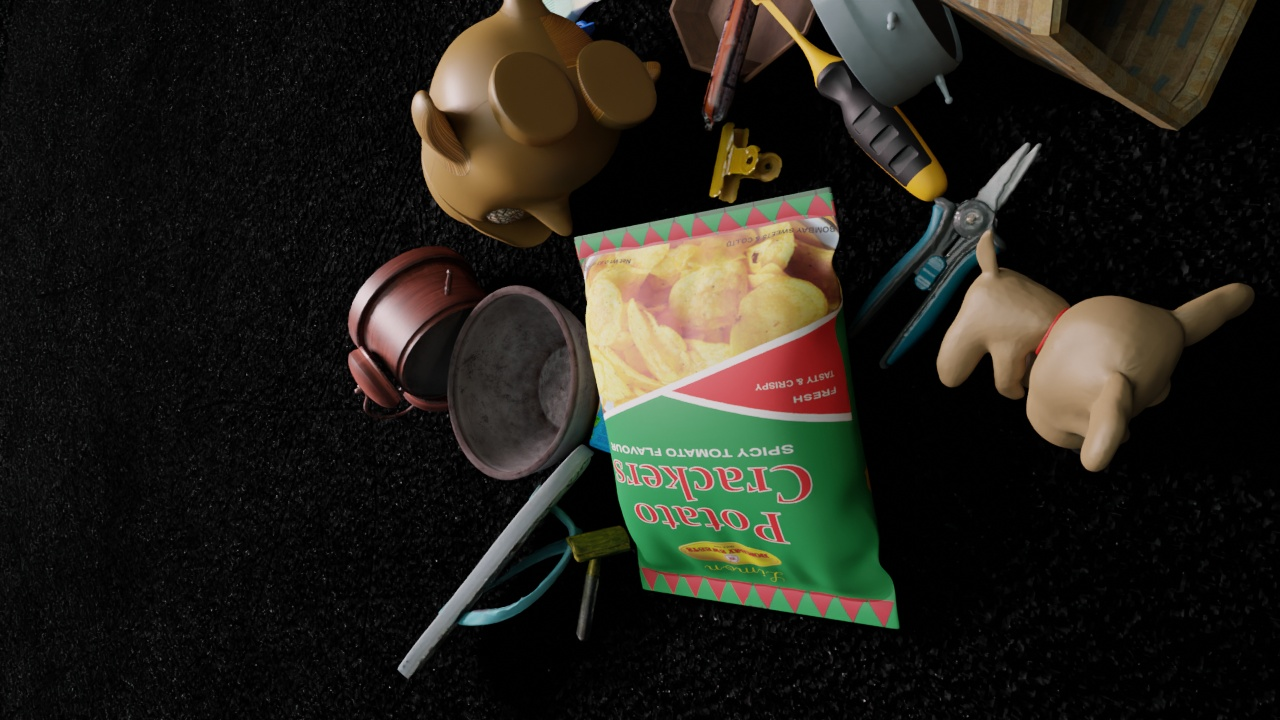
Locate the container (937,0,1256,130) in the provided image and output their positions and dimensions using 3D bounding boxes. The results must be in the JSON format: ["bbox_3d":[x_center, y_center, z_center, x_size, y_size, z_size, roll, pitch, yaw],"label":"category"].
[{"bbox_3d":[0.256,-0.236,0.388,0.186,0.157,0.250,34,108,50],"label":"container"}]

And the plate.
[{"bbox_3d":[0.080,-0.252,0.625,0.132,0.025,0.131,-5,82,41],"label":"plate"}]

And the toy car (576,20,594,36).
[{"bbox_3d":[-0.074,-0.243,0.764,0.092,0.033,0.062,3,120,33],"label":"toy car"}]

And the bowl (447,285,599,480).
[{"bbox_3d":[-0.078,0.019,0.710,0.145,0.067,0.145,-5,82,41],"label":"bowl"}]

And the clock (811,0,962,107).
[{"bbox_3d":[0.131,-0.218,0.516,0.045,0.122,0.159,-24,57,33],"label":"clock"}]

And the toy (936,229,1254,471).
[{"bbox_3d":[0.207,-0.004,0.448,0.108,0.134,0.106,34,150,38],"label":"toy"}]

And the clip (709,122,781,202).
[{"bbox_3d":[0.066,-0.135,0.620,0.047,0.039,0.053,16,95,49],"label":"clip"}]

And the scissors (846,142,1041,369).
[{"bbox_3d":[0.177,-0.054,0.525,0.130,0.019,0.137,-5,89,32],"label":"scissors"}]

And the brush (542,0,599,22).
[{"bbox_3d":[-0.011,-0.302,0.722,0.218,0.012,0.033,-9,79,39],"label":"brush"}]

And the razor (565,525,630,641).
[{"bbox_3d":[-0.036,0.167,0.671,0.026,0.042,0.106,51,141,45],"label":"razor"}]

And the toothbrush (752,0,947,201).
[{"bbox_3d":[0.119,-0.172,0.560,0.031,0.030,0.196,-46,71,32],"label":"toothbrush"}]

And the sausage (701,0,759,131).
[{"bbox_3d":[0.067,-0.227,0.603,0.020,0.020,0.155,21,99,41],"label":"sausage"}]

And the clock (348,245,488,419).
[{"bbox_3d":[-0.182,-0.016,0.773,0.072,0.120,0.158,45,106,27],"label":"clock"}]

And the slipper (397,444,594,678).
[{"bbox_3d":[-0.098,0.164,0.712,0.055,0.098,0.269,40,118,1],"label":"slipper"}]

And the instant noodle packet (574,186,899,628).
[{"bbox_3d":[0.052,0.035,0.571,0.196,0.090,0.253,-4,101,42],"label":"instant noodle packet"}]

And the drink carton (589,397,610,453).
[{"bbox_3d":[-0.004,0.004,0.661,0.039,0.044,0.129,14,96,41],"label":"drink carton"}]

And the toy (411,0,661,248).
[{"bbox_3d":[-0.097,-0.165,0.702,0.204,0.198,0.162,-30,83,56],"label":"toy"}]
